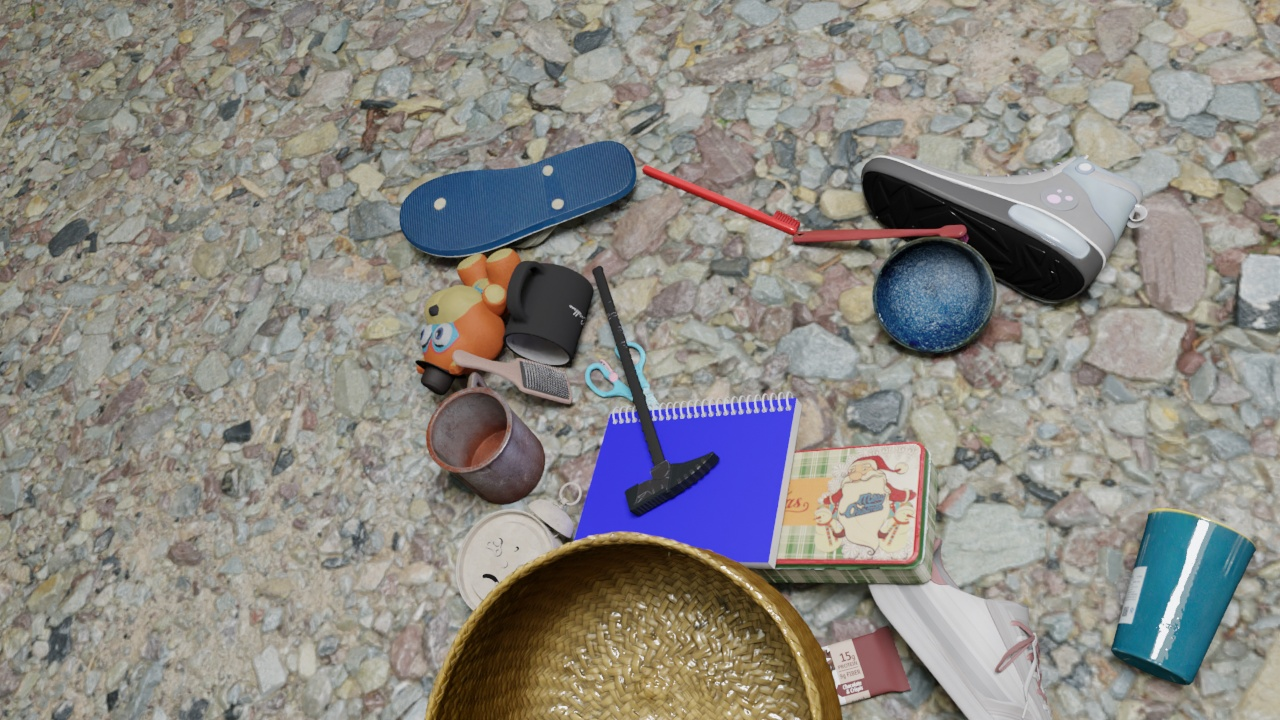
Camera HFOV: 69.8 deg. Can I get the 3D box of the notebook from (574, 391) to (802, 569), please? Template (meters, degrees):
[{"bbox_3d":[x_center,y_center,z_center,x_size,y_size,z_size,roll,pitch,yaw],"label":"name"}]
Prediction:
[{"bbox_3d":[0.042,0.111,0.865,0.210,0.022,0.171,-7,53,33],"label":"notebook"}]

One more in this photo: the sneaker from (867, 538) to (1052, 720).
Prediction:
[{"bbox_3d":[0.287,0.239,0.732,0.089,0.099,0.236,-44,58,8],"label":"sneaker"}]

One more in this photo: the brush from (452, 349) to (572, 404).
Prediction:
[{"bbox_3d":[-0.131,0.010,0.960,0.015,0.135,0.049,-53,34,31],"label":"brush"}]

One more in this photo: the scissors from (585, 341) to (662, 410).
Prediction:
[{"bbox_3d":[0.008,0.031,0.973,0.141,0.015,0.076,38,78,22],"label":"scissors"}]

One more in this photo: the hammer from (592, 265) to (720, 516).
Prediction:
[{"bbox_3d":[-0.006,0.006,0.946,0.095,0.015,0.324,-32,46,14],"label":"hammer"}]

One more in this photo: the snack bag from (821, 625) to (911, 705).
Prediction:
[{"bbox_3d":[0.149,0.279,0.800,0.158,0.013,0.057,-17,59,7],"label":"snack bag"}]

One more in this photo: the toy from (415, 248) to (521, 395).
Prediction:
[{"bbox_3d":[-0.190,-0.042,1.018,0.112,0.096,0.175,-2,68,47],"label":"toy"}]

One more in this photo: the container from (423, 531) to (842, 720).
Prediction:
[{"bbox_3d":[0.007,0.285,0.704,0.307,0.196,0.306,-3,80,19],"label":"container"}]

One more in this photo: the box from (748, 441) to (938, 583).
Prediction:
[{"bbox_3d":[0.154,0.136,0.808,0.206,0.051,0.117,-8,48,34],"label":"box"}]

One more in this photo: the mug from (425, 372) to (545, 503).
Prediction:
[{"bbox_3d":[-0.157,0.075,0.940,0.096,0.110,0.122,-10,61,5],"label":"mug"}]

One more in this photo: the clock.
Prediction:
[{"bbox_3d":[-0.107,0.186,0.896,0.103,0.061,0.156,35,85,28],"label":"clock"}]

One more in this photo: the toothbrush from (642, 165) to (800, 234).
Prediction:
[{"bbox_3d":[0.091,-0.191,1.059,0.213,0.012,0.017,28,74,26],"label":"toothbrush"}]

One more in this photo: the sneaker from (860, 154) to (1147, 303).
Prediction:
[{"bbox_3d":[0.366,-0.173,0.935,0.257,0.093,0.160,35,69,29],"label":"sneaker"}]

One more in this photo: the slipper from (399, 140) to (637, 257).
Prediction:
[{"bbox_3d":[-0.143,-0.184,1.099,0.295,0.060,0.118,-15,64,7],"label":"slipper"}]

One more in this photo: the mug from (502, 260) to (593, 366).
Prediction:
[{"bbox_3d":[-0.107,-0.058,0.989,0.078,0.113,0.087,4,64,27],"label":"mug"}]

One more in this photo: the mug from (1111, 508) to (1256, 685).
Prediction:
[{"bbox_3d":[0.427,0.190,0.733,0.078,0.078,0.121,23,76,25],"label":"mug"}]

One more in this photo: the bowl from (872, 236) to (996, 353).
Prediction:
[{"bbox_3d":[0.287,-0.070,0.904,0.114,0.060,0.114,5,109,14],"label":"bowl"}]

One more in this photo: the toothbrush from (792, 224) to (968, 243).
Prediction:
[{"bbox_3d":[0.243,-0.127,0.947,0.190,0.016,0.016,5,54,40],"label":"toothbrush"}]
